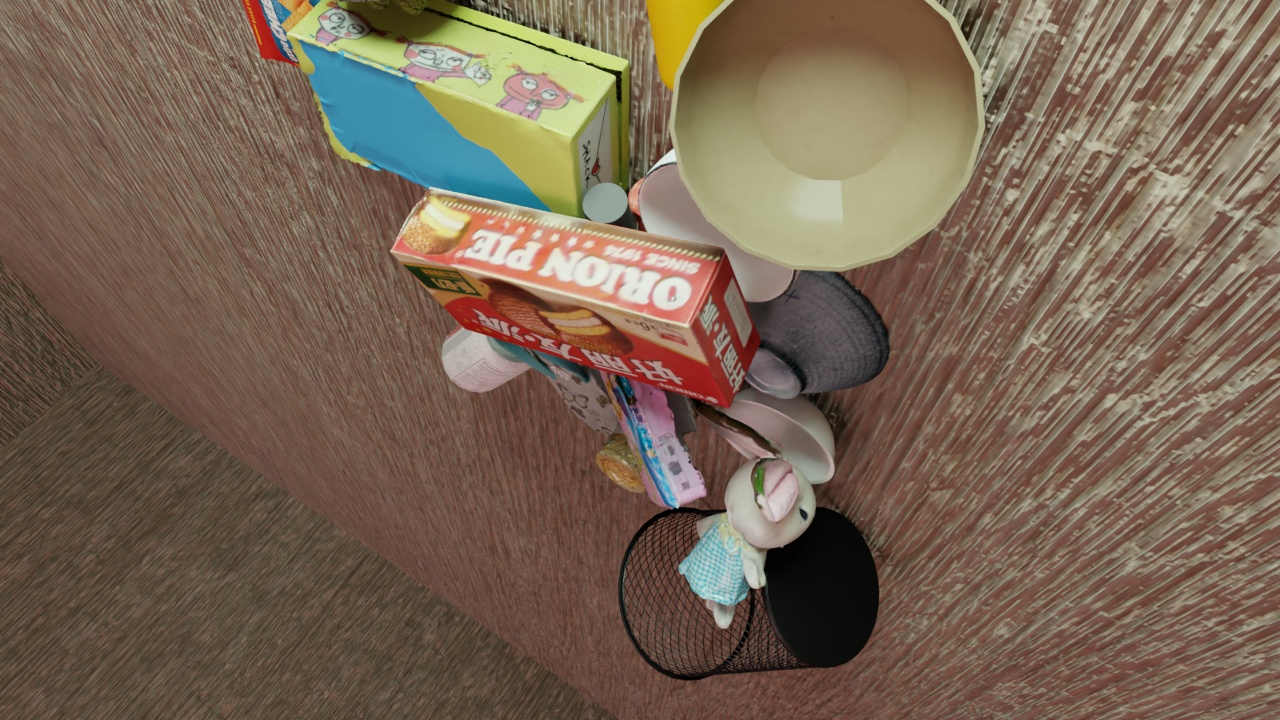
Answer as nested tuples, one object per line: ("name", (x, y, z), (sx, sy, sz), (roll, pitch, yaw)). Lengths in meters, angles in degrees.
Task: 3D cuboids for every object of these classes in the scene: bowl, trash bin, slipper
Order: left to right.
("slipper", (-0.093, -0.014, 0.822), (0.098, 0.054, 0.269), (13, 145, 39))
("bowl", (0.061, -0.097, 0.577), (0.113, 0.063, 0.114), (28, 152, 16))
("trash bin", (0.111, 0.229, 0.922), (0.184, 0.183, 0.211), (45, 146, -16))
("bowl", (0.120, 0.054, 0.769), (0.110, 0.040, 0.110), (28, 154, 15))
("bowl", (0.105, -0.010, 0.670), (0.137, 0.057, 0.137), (29, 152, 16))
("bowl", (0.095, -0.125, 0.470), (0.152, 0.050, 0.152), (8, 119, 15))

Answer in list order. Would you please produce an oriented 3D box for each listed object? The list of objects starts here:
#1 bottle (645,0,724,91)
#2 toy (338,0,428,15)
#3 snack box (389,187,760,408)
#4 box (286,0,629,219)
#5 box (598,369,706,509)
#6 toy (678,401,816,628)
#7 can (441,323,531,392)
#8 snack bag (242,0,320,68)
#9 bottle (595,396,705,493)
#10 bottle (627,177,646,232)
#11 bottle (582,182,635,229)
("bottle", (0.025, -0.192, 0.494), (0.043, 0.043, 0.144), (22, 149, 27))
("toy", (-0.169, -0.283, 0.540), (0.179, 0.078, 0.153), (21, 147, 34))
("snack box", (-0.045, -0.045, 0.628), (0.237, 0.060, 0.113), (16, 159, 27))
("box", (-0.121, -0.174, 0.638), (0.221, 0.080, 0.125), (24, 152, 16))
("box", (-0.003, 0.004, 0.739), (0.085, 0.053, 0.230), (149, 99, -78))
("toy", (0.097, 0.143, 0.765), (0.131, 0.105, 0.206), (-120, 32, -53))
("can", (-0.149, -0.016, 0.940), (0.078, 0.078, 0.136), (43, 153, -13))
("snack bag", (-0.245, -0.261, 0.707), (0.144, 0.039, 0.131), (24, 151, 7))
("bottle", (0.010, 0.065, 0.848), (0.056, 0.105, 0.056), (29, 152, 17))
("bottle", (0.026, -0.083, 0.665), (0.044, 0.044, 0.109), (18, 149, 33))
("bottle", (-0.017, -0.084, 0.648), (0.030, 0.030, 0.113), (29, 167, 15))
